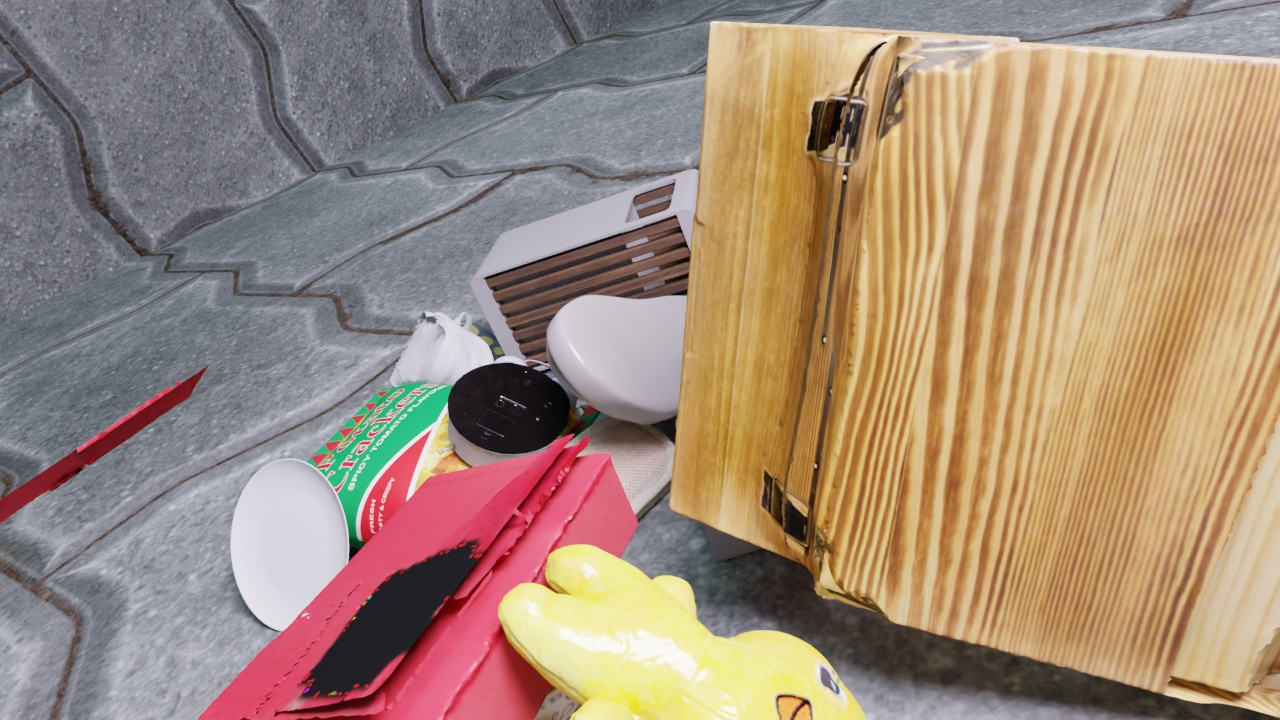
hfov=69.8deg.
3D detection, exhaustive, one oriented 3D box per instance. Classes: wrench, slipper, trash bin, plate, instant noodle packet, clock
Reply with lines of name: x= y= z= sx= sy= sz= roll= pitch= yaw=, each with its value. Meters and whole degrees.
wrench: x=-0.156 y=-0.006 z=1.016 sx=0.073 sy=0.022 sz=0.273 roll=-31 pitch=29 yaw=-19
slipper: x=-0.005 y=0.004 z=0.764 sx=0.081 sy=0.113 sz=0.265 roll=-39 pitch=-9 yaw=27
slipper: x=-0.063 y=0.117 z=0.650 sx=0.115 sy=0.052 sz=0.262 roll=31 pitch=47 yaw=22
trash bin: x=-0.034 y=-0.088 z=0.924 sx=0.229 sy=0.114 sz=0.114 roll=-16 pitch=27 yaw=16
slipper: x=-0.213 y=-0.005 z=0.982 sx=0.112 sy=0.074 sz=0.247 roll=-53 pitch=23 yaw=-11
plate: x=-0.275 y=0.145 z=0.726 sx=0.135 sy=0.134 sz=0.011 roll=-5 pitch=-6 yaw=29
instant noodle packet: x=-0.182 y=0.089 z=0.776 sx=0.253 sy=0.090 sz=0.195 roll=3 pitch=37 yaw=28
clock: x=-0.102 y=0.040 z=0.736 sx=0.094 sy=0.035 sz=0.122 roll=24 pitch=43 yaw=9

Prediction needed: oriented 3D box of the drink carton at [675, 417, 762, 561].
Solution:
drink carton: x=0.069 y=0.080 z=0.662 sx=0.076 sy=0.048 sz=0.124 roll=-18 pitch=27 yaw=5

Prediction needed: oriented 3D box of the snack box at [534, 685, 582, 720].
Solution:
snack box: x=-0.061 y=0.199 z=0.492 sx=0.105 sy=0.084 sz=0.061 roll=-30 pitch=28 yaw=-18

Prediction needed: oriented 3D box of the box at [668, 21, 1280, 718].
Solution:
box: x=0.199 y=-0.018 z=0.468 sx=0.335 sy=0.280 sz=0.285 roll=20 pitch=27 yaw=32

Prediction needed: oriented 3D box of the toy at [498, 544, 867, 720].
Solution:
toy: x=0.029 y=0.164 z=0.415 sx=0.092 sy=0.207 sz=0.133 roll=-49 pitch=-6 yaw=33

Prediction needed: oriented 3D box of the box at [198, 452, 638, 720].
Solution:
box: x=-0.095 y=0.167 z=0.505 sx=0.165 sy=0.153 sz=0.213 roll=-15 pitch=20 yaw=27
